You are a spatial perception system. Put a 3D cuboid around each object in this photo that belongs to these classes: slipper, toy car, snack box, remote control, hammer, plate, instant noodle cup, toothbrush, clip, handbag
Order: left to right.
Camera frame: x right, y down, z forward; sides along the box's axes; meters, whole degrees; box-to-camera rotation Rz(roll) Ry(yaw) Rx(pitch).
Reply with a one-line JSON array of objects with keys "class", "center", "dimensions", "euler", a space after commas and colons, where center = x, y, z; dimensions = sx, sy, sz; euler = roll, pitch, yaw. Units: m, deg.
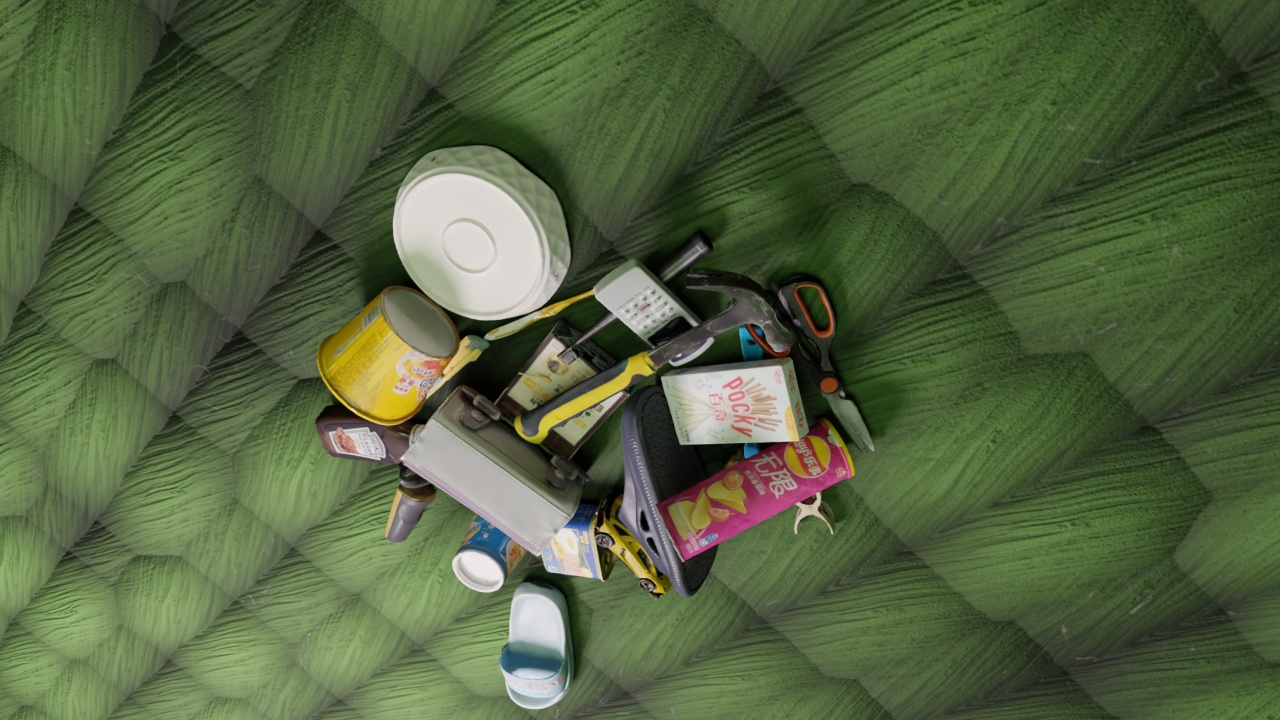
[{"class": "instant noodle cup", "center": [-0.284, -0.012, 1.062], "dimensions": [0.138, 0.137, 0.110], "euler": [43, 114, -11]}, {"class": "plate", "center": [-0.180, -0.131, 1.001], "dimensions": [0.205, 0.045, 0.205], "euler": [9, 123, 14]}, {"class": "instant noodle cup", "center": [-0.191, 0.239, 1.194], "dimensions": [0.099, 0.109, 0.099], "euler": [9, 124, 13]}, {"class": "handbag", "center": [-0.164, 0.120, 1.094], "dimensions": [0.197, 0.144, 0.098], "euler": [37, 103, -7]}, {"class": "slipper", "center": [-0.151, 0.421, 1.317], "dimensions": [0.104, 0.074, 0.246], "euler": [12, 122, 10]}, {"class": "toothbrush", "center": [-0.104, -0.052, 1.040], "dimensions": [0.192, 0.016, 0.018], "euler": [-20, 68, 27]}, {"class": "snack box", "center": [-0.087, 0.035, 1.067], "dimensions": [0.113, 0.053, 0.126], "euler": [39, 124, -7]}, {"class": "toothbrush", "center": [-0.011, -0.062, 0.975], "dimensions": [0.213, 0.026, 0.027], "euler": [-38, 97, 21]}, {"class": "hammer", "center": [-0.006, 0.006, 0.968], "dimensions": [0.324, 0.031, 0.126], "euler": [-29, 123, 25]}, {"class": "toy car", "center": [-0.002, 0.230, 1.152], "dimensions": [0.041, 0.071, 0.156], "euler": [-25, 113, 33]}, {"class": "remote control", "center": [0.017, -0.047, 0.964], "dimensions": [0.058, 0.021, 0.150], "euler": [-34, 131, 20]}, {"class": "slipper", "center": [0.022, 0.152, 1.086], "dimensions": [0.083, 0.110, 0.268], "euler": [-1, 116, 38]}, {"class": "snack box", "center": [0.100, 0.047, 0.998], "dimensions": [0.157, 0.026, 0.085], "euler": [-6, 105, 39]}, {"class": "clip", "center": [0.197, 0.163, 1.070], "dimensions": [0.072, 0.034, 0.100], "euler": [-4, 127, 20]}]

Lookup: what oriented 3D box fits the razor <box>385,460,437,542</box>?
[{"class": "razor", "center": [-0.317, 0.193, 1.248], "dimensions": [0.067, 0.062, 0.168], "euler": [50, 134, 21]}]

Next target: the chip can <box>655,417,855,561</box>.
[{"class": "chip can", "center": [0.123, 0.141, 0.997], "dimensions": [0.210, 0.071, 0.071], "euler": [-27, 112, -2]}]

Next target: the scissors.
[{"class": "scissors", "center": [0.182, 0.017, 0.983], "dimensions": [0.142, 0.021, 0.235], "euler": [-7, 116, 9]}]

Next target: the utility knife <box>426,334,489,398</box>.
[{"class": "utility knife", "center": [-0.253, 0.022, 1.138], "dimensions": [0.031, 0.021, 0.211], "euler": [48, 132, -7]}]

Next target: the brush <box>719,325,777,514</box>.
[{"class": "brush", "center": [0.126, 0.075, 1.037], "dimensions": [0.083, 0.045, 0.255], "euler": [7, 119, 19]}]

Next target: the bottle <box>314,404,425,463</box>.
[{"class": "bottle", "center": [-0.322, 0.099, 1.191], "dimensions": [0.195, 0.043, 0.080], "euler": [4, 128, 15]}]

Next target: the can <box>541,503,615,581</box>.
[{"class": "can", "center": [-0.083, 0.232, 1.188], "dimensions": [0.083, 0.057, 0.102], "euler": [3, 121, 19]}]
